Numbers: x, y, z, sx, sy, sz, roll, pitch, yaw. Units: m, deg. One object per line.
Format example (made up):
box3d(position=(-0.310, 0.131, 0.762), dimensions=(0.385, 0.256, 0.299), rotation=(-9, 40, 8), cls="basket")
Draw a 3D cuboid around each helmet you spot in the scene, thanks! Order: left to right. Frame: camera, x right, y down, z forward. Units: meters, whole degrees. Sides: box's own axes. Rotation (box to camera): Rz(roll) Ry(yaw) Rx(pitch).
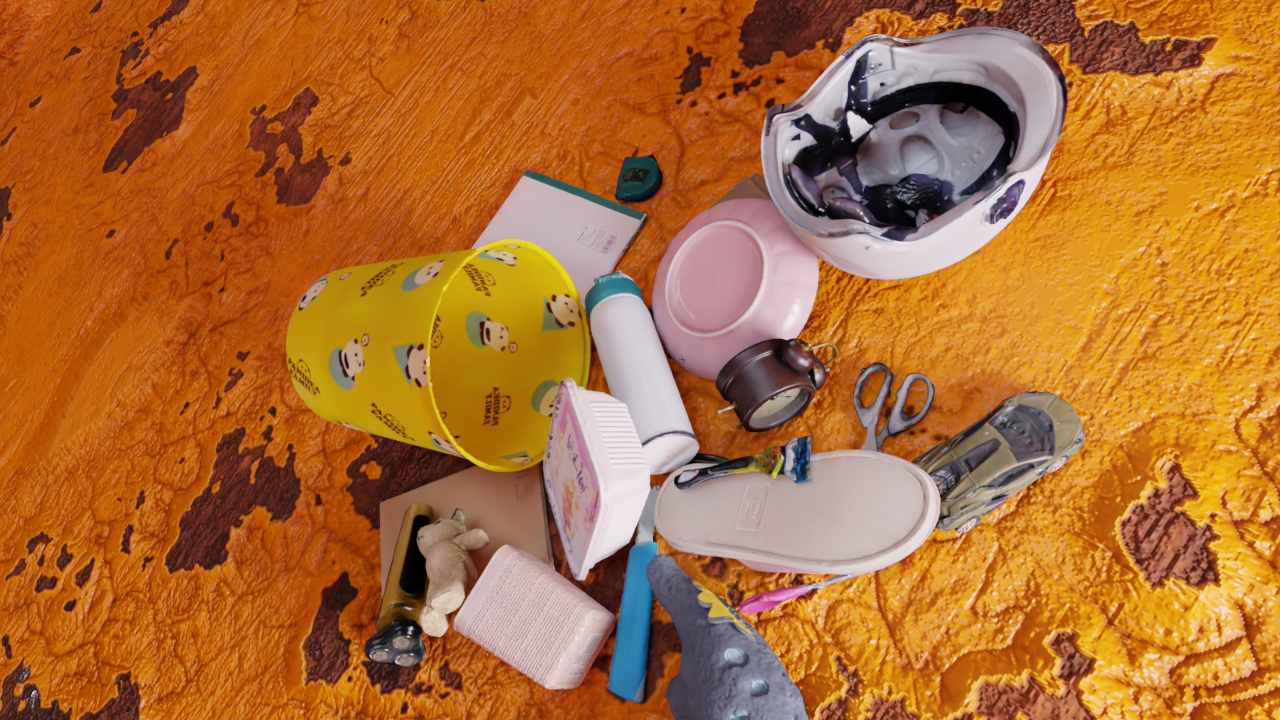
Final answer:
box3d(position=(0.250, -0.173, 0.841), dimensions=(0.258, 0.146, 0.229), rotation=(-32, 56, -1), cls="helmet")

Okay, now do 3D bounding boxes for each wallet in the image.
box3d(position=(0.122, -0.140, 0.965), dimensions=(0.090, 0.033, 0.115), rotation=(-41, 50, 6), cls="wallet")

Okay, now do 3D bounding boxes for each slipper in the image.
box3d(position=(0.130, 0.134, 0.806), dimensions=(0.275, 0.054, 0.114), rotation=(-8, 58, 38), cls="slipper")

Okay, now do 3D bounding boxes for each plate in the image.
box3d(position=(0.083, -0.077, 0.920), dimensions=(0.193, 0.039, 0.192), rotation=(-13, 69, 36), cls="plate")

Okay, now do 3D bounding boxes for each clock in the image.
box3d(position=(0.128, 0.017, 0.851), dimensions=(0.122, 0.082, 0.055), rotation=(-33, 59, 11), cls="clock")

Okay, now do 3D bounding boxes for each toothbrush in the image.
box3d(position=(0.006, 0.093, 0.920), dimensions=(0.181, 0.018, 0.015), rotation=(5, 61, 28), cls="toothbrush")

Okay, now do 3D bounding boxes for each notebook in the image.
box3d(position=(-0.192, 0.187, 0.981), dimensions=(0.212, 0.012, 0.149), rotation=(-22, 57, 17), cls="notebook")
box3d(position=(-0.107, -0.143, 1.100), dimensions=(0.209, 0.012, 0.150), rotation=(27, 81, 35), cls="notebook")

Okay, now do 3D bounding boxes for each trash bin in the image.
box3d(position=(-0.223, -0.010, 0.975), dimensions=(0.256, 0.229, 0.229), rotation=(3, 67, 35), cls="trash bin")

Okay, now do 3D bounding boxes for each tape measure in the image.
box3d(position=(-0.002, -0.214, 1.071), dimensions=(0.055, 0.025, 0.058), rotation=(3, 68, 30), cls="tape measure")

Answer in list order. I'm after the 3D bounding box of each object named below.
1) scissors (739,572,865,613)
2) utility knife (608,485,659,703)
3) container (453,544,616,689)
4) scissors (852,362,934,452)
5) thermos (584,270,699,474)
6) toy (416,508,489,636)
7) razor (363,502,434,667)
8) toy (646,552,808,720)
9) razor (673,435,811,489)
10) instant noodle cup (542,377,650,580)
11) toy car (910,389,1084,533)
box3d(position=(0.146, 0.190, 0.774), dimensions=(0.135, 0.064, 0.017), rotation=(-19, 70, 9), cls="scissors")
box3d(position=(-0.001, 0.213, 0.860), dimensions=(0.034, 0.018, 0.202), rotation=(1, 66, 16), cls="utility knife")
box3d(position=(-0.093, 0.241, 0.847), dimensions=(0.111, 0.090, 0.090), rotation=(28, 81, 24), cls="container")
box3d(position=(0.210, 0.084, 0.815), dimensions=(0.143, 0.014, 0.173), rotation=(-19, 59, 20), cls="scissors")
box3d(position=(-0.005, 0.005, 0.930), dimensions=(0.073, 0.073, 0.224), rotation=(-29, 53, 13), cls="thermos")
box3d(position=(-0.191, 0.206, 0.894), dimensions=(0.105, 0.066, 0.157), rotation=(-63, 17, 14), cls="toy")
box3d(position=(-0.239, 0.228, 0.948), dimensions=(0.068, 0.062, 0.167), rotation=(-40, 39, 47), cls="razor")
box3d(position=(0.072, 0.313, 0.729), dimensions=(0.138, 0.091, 0.355), rotation=(-25, 54, 30), cls="toy")
box3d(position=(0.085, 0.095, 0.815), dimensions=(0.143, 0.022, 0.042), rotation=(-16, 51, 36), cls="razor")
box3d(position=(-0.041, 0.109, 0.860), dimensions=(0.060, 0.174, 0.138), rotation=(-7, 54, -21), cls="instant noodle cup")
box3d(position=(0.289, 0.080, 0.759), dimensions=(0.158, 0.042, 0.070), rotation=(-36, 55, 5), cls="toy car")
